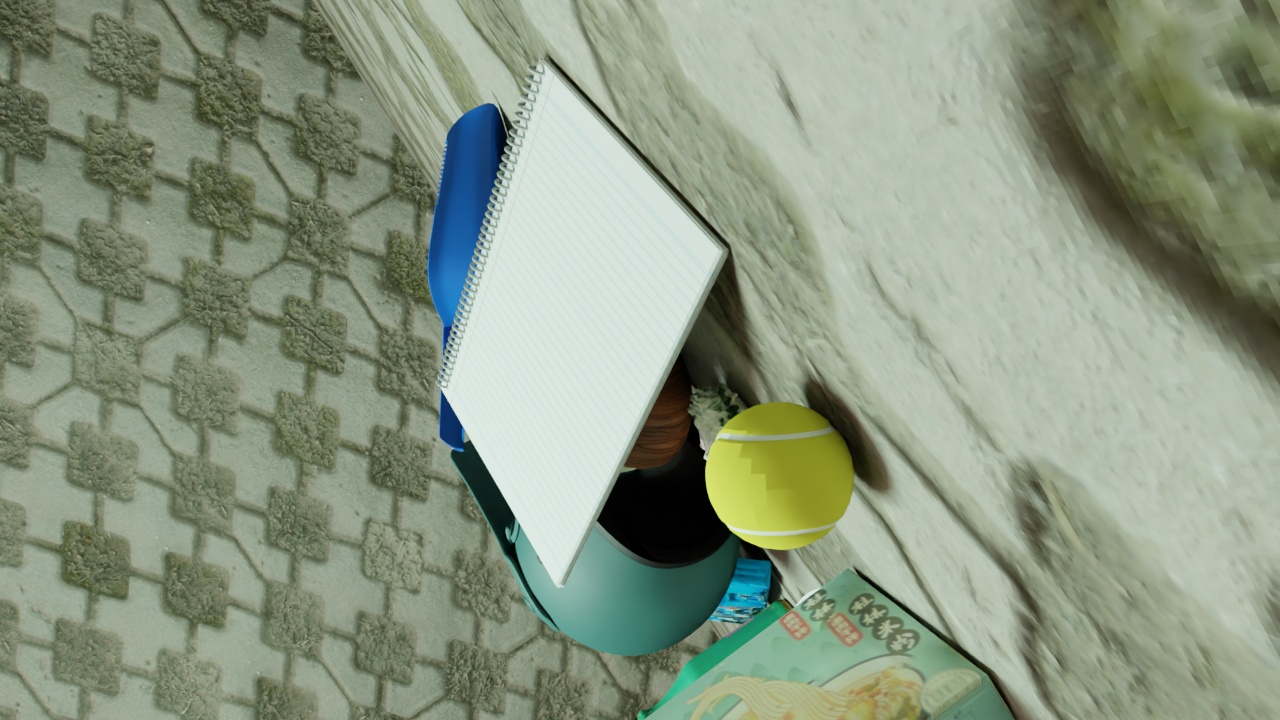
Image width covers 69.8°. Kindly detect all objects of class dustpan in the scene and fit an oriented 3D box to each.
[{"bbox_3d":[-0.140,-0.050,0.807,0.246,0.059,0.257,89,180,-76],"label":"dustpan"}]

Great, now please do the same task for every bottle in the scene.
[{"bbox_3d":[0.072,0.317,0.890,0.068,0.209,0.068,56,173,10],"label":"bottle"}]

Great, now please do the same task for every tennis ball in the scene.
[{"bbox_3d":[0.062,0.051,0.409,0.065,0.065,0.065,56,173,11],"label":"tennis ball"}]

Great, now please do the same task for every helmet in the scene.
[{"bbox_3d":[-0.042,0.125,0.792,0.274,0.176,0.201,50,141,20],"label":"helmet"}]

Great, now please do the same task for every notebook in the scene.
[{"bbox_3d":[-0.051,-0.016,0.516,0.178,0.013,0.246,52,134,33],"label":"notebook"}]

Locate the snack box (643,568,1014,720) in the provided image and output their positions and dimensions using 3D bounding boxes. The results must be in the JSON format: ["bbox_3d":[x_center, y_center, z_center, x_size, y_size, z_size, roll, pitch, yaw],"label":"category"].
[{"bbox_3d":[0.072,0.201,0.474,0.044,0.193,0.141,56,174,-13],"label":"snack box"}]

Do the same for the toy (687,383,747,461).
[{"bbox_3d":[0.058,0.054,0.566,0.095,0.041,0.109,56,179,-3],"label":"toy"}]

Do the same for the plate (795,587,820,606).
[{"bbox_3d":[0.128,0.264,0.589,0.230,0.030,0.229,175,90,-73],"label":"plate"}]

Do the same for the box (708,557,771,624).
[{"bbox_3d":[0.090,0.202,0.964,0.244,0.094,0.115,75,-158,-66],"label":"box"}]

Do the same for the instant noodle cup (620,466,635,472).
[{"bbox_3d":[-0.026,0.119,1.007,0.146,0.146,0.098,59,161,-14],"label":"instant noodle cup"}]

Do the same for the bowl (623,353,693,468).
[{"bbox_3d":[-0.018,-0.003,0.618,0.147,0.069,0.147,26,-154,-14],"label":"bowl"}]
